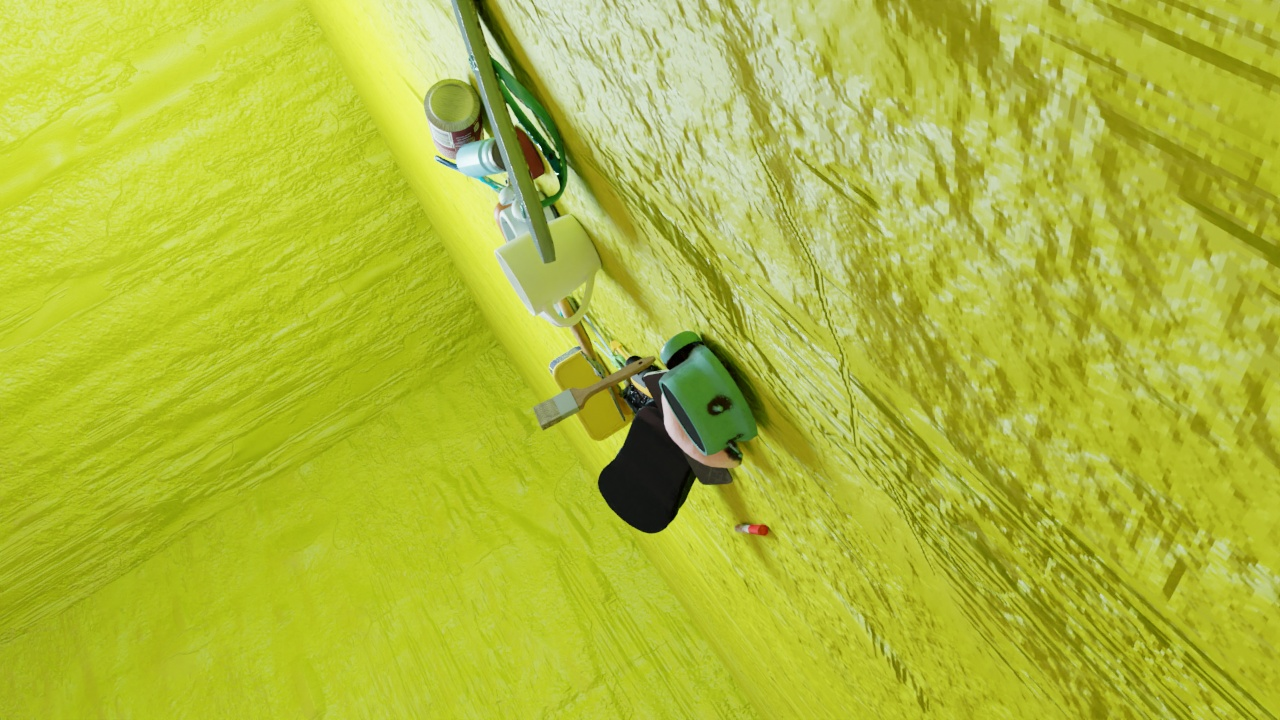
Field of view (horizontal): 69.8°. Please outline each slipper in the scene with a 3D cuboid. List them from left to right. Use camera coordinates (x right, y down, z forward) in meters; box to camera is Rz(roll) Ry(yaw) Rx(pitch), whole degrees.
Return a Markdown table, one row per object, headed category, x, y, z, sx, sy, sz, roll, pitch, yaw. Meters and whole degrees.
| category | x | y | z | sx | sy | sz | roll | pitch | yaw |
| --- | --- | --- | --- | --- | --- | --- | --- | --- | --- |
| slipper | -0.112 | -0.222 | 0.831 | 0.098 | 0.054 | 0.269 | -149 | 39 | -75 |
| slipper | 0.027 | 0.117 | 1.104 | 0.109 | 0.083 | 0.266 | 38 | 143 | 12 |

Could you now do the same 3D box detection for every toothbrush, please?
| category | x | y | z | sx | sy | sz | roll | pitch | yaw |
| --- | --- | --- | --- | --- | --- | --- | --- | --- | --- |
| toothbrush | -0.006 | 0.006 | 1.060 | 0.031 | 0.031 | 0.196 | 66 | 172 | -23 |

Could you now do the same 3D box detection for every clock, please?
| category | x | y | z | sx | sy | sz | roll | pitch | yaw |
| --- | --- | --- | --- | --- | --- | --- | --- | --- | --- |
| clock | -0.125 | -0.159 | 1.044 | 0.083 | 0.057 | 0.118 | 44 | 157 | 55 |
| clock | 0.050 | 0.026 | 0.763 | 0.124 | 0.053 | 0.090 | 49 | 167 | 54 |

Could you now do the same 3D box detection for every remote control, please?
| category | x | y | z | sx | sy | sz | roll | pitch | yaw |
| --- | --- | --- | --- | --- | --- | --- | --- | --- | --- |
| remote control | 0.051 | 0.072 | 0.963 | 0.045 | 0.008 | 0.147 | -11 | 117 | 41 |

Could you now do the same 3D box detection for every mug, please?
| category | x | y | z | sx | sy | sz | roll | pitch | yaw |
| --- | --- | --- | --- | --- | --- | --- | --- | --- | --- |
| mug | -0.087 | -0.091 | 0.966 | 0.114 | 0.087 | 0.081 | 55 | 170 | 16 |

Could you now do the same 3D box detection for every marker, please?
| category | x | y | z | sx | sy | sz | roll | pitch | yaw |
| --- | --- | --- | --- | --- | --- | --- | --- | --- | --- |
| marker | 0.124 | 0.192 | 1.041 | 0.013 | 0.012 | 0.142 | 57 | 171 | 5 |

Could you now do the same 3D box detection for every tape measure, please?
| category | x | y | z | sx | sy | sz | roll | pitch | yaw |
| --- | --- | --- | --- | --- | --- | --- | --- | --- | --- |
| tape measure | -0.123 | -0.216 | 0.954 | 0.059 | 0.019 | 0.051 | 61 | 170 | -18 |

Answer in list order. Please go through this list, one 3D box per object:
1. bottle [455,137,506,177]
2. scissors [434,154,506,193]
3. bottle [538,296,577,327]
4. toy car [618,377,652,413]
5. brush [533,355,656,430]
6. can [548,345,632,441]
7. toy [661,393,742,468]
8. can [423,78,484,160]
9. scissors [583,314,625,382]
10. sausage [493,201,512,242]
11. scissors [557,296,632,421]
| category | x | y | z | sx | sy | sz | roll | pitch | yaw |
| --- | --- | --- | --- | --- | --- | --- | --- | --- | --- |
| bottle | -0.170 | -0.230 | 1.034 | 0.130 | 0.040 | 0.040 | 14 | 137 | 60 |
| scissors | -0.203 | -0.231 | 1.164 | 0.140 | 0.011 | 0.134 | 25 | -176 | -4 |
| bottle | -0.120 | -0.074 | 1.317 | 0.044 | 0.044 | 0.136 | 60 | 170 | -17 |
| toy car | 0.001 | 0.044 | 1.127 | 0.049 | 0.030 | 0.107 | 49 | 163 | 6 |
| brush | -0.047 | 0.030 | 0.988 | 0.008 | 0.143 | 0.045 | 65 | 177 | -31 |
| can | -0.081 | 0.047 | 1.427 | 0.135 | 0.075 | 0.104 | 59 | 173 | -11 |
| toy | 0.052 | 0.062 | 0.869 | 0.102 | 0.050 | 0.093 | 54 | 167 | 1 |
| can | -0.220 | -0.284 | 1.090 | 0.063 | 0.063 | 0.114 | 57 | 171 | 2 |
| scissors | -0.032 | 0.006 | 1.222 | 0.166 | 0.024 | 0.171 | 56 | 174 | -25 |
| sausage | -0.166 | -0.162 | 1.283 | 0.044 | 0.039 | 0.164 | 48 | 167 | 30 |
| scissors | -0.058 | 0.002 | 1.200 | 0.229 | 0.016 | 0.225 | 61 | -178 | 21 |
